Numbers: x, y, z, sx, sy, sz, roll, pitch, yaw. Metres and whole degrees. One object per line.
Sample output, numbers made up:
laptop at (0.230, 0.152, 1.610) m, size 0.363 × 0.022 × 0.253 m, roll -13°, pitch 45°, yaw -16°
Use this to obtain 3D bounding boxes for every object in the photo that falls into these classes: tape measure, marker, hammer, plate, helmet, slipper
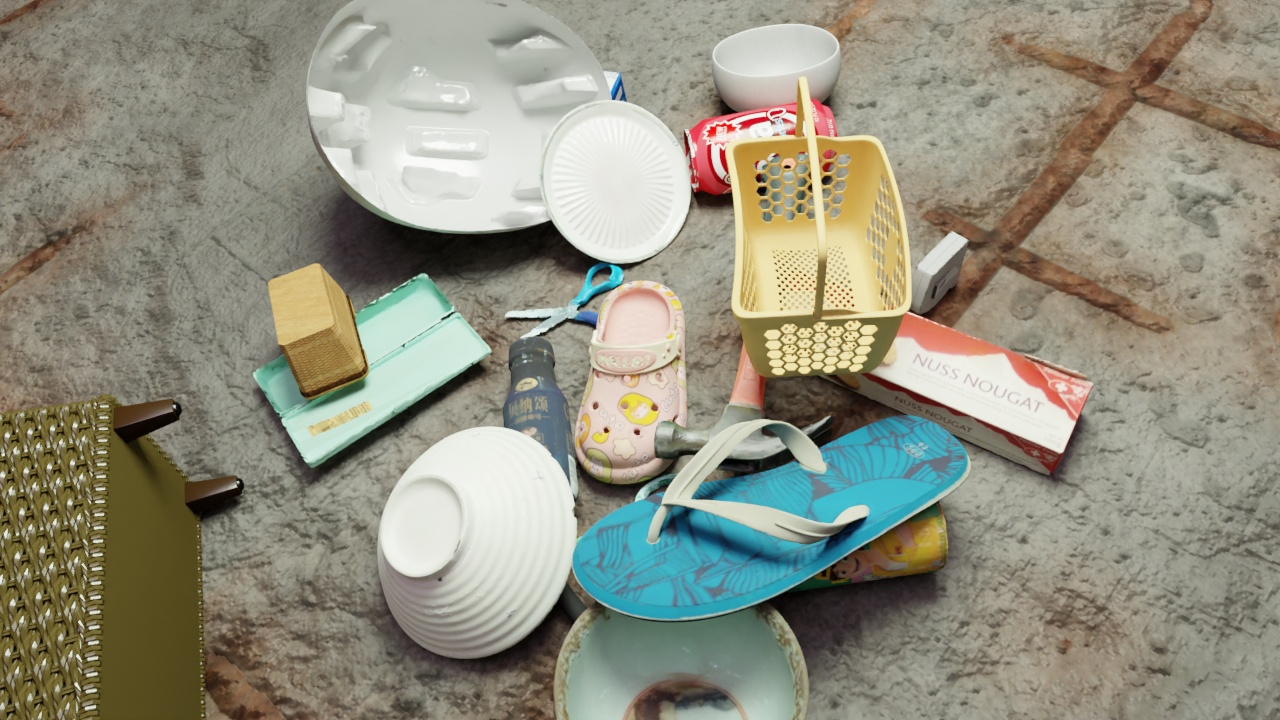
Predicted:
tape measure at (0.261, -0.073, 0.806) m, size 0.062 × 0.060 × 0.020 m, roll -41°, pitch 60°, yaw -21°
marker at (-0.065, 0.173, 0.704) m, size 0.015 × 0.018 × 0.134 m, roll -46°, pitch 60°, yaw 0°
hammer at (0.108, -0.056, 0.783) m, size 0.133 × 0.033 × 0.332 m, roll 5°, pitch 57°, yaw 13°
plate at (-0.024, -0.171, 0.884) m, size 0.156 × 0.014 × 0.157 m, roll 0°, pitch 89°, yaw -23°
helmet at (-0.167, -0.234, 0.885) m, size 0.282 × 0.184 × 0.224 m, roll -5°, pitch 95°, yaw -3°
slipper at (0.095, 0.094, 0.628) m, size 0.294 × 0.060 × 0.118 m, roll -19°, pitch 42°, yaw -14°
slipper at (-0.005, 0.005, 0.771) m, size 0.093 × 0.082 × 0.196 m, roll 4°, pitch 59°, yaw 8°

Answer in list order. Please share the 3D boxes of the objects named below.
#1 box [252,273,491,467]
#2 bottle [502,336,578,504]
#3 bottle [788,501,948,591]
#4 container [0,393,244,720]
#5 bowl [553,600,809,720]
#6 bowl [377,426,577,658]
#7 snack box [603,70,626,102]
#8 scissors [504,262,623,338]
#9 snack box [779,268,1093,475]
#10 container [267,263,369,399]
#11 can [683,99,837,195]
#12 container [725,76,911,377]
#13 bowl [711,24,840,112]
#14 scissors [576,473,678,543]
box at (-0.244, 0.005, 0.836) m, size 0.186 × 0.033 × 0.136 m, roll -33°, pitch 58°, yaw -15°
bottle at (-0.086, 0.053, 0.766) m, size 0.056 × 0.056 × 0.160 m, roll -10°, pitch 54°, yaw 0°
bottle at (0.113, 0.135, 0.676) m, size 0.210 × 0.068 × 0.068 m, roll -9°, pitch 55°, yaw 2°
container at (-0.401, 0.192, 0.644) m, size 0.205 × 0.177 × 0.320 m, roll -16°, pitch 55°, yaw -8°
bowl at (0.027, 0.229, 0.598) m, size 0.160 × 0.094 × 0.159 m, roll -4°, pitch 41°, yaw 4°
bowl at (-0.141, 0.127, 0.677) m, size 0.178 × 0.071 × 0.177 m, roll -8°, pitch 69°, yaw 22°
snack box at (-0.130, -0.292, 1.011) m, size 0.226 × 0.059 × 0.059 m, roll 11°, pitch 60°, yaw 16°
scissors at (-0.061, -0.039, 0.852) m, size 0.133 × 0.015 × 0.104 m, roll -30°, pitch 59°, yaw -14°
snack box at (0.225, 0.000, 0.769) m, size 0.273 × 0.044 × 0.076 m, roll 25°, pitch 64°, yaw 23°
container at (-0.291, -0.031, 0.818) m, size 0.063 × 0.061 × 0.114 m, roll -23°, pitch 50°, yaw -7°
can at (0.119, -0.211, 0.911) m, size 0.142 × 0.074 × 0.074 m, roll -11°, pitch 55°, yaw 0°
container at (0.131, -0.097, 0.688) m, size 0.129 × 0.167 × 0.183 m, roll -3°, pitch 54°, yaw 7°
bowl at (0.143, -0.298, 0.968) m, size 0.132 × 0.064 × 0.131 m, roll -6°, pitch 40°, yaw 5°
scissors at (-0.015, 0.125, 0.727) m, size 0.130 × 0.014 × 0.070 m, roll -22°, pitch 25°, yaw 5°
